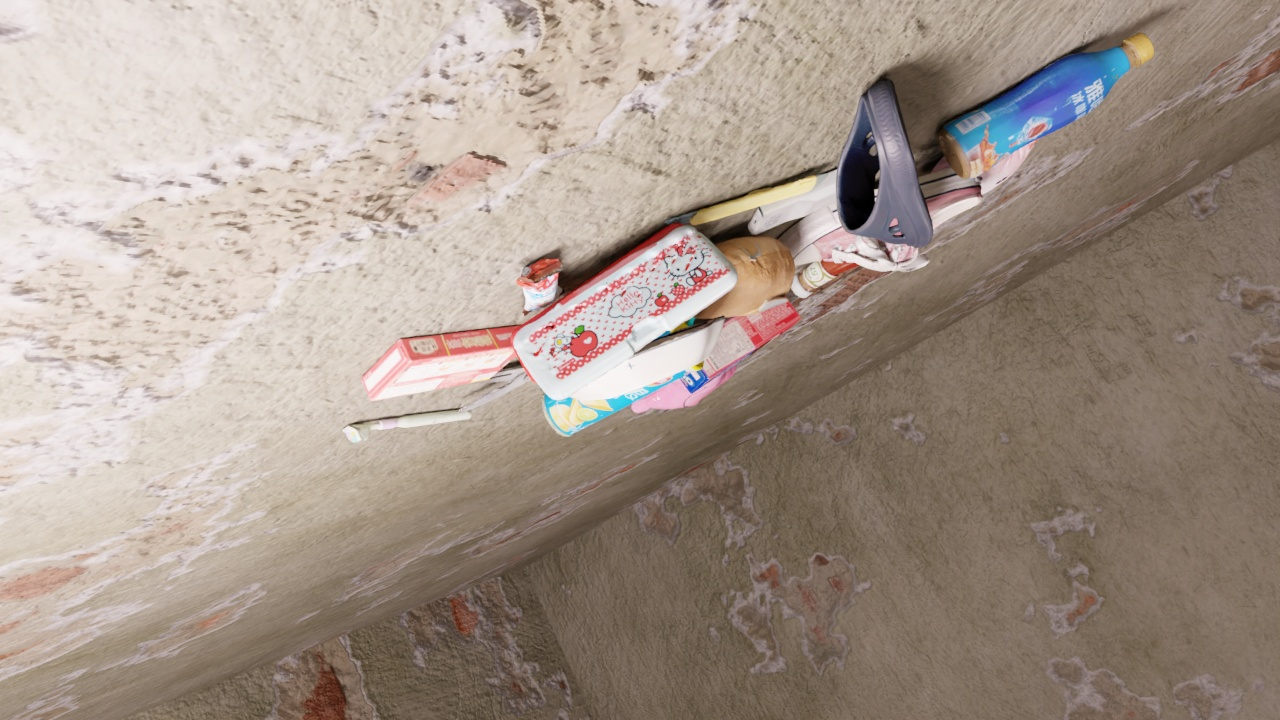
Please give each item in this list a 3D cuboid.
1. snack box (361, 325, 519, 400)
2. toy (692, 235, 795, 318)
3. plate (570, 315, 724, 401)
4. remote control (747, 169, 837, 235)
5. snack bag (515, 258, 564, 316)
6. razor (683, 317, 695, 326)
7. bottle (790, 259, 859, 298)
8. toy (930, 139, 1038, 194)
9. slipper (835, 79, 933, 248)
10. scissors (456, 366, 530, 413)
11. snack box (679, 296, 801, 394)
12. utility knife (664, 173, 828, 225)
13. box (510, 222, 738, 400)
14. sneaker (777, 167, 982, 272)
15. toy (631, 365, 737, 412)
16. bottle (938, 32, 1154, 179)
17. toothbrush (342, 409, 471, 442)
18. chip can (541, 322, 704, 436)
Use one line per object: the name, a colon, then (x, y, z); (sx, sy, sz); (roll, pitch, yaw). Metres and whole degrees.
snack box: (-0.185, 0.001, 0.885); (0.075, 0.025, 0.152); (-37, 164, 35)
toy: (0.071, -0.079, 0.967); (0.225, 0.082, 0.144); (-12, 160, -45)
plate: (-0.006, 0.006, 0.947); (0.161, 0.034, 0.266); (-22, -178, -17)
remote control: (0.171, -0.167, 0.948); (0.124, 0.024, 0.049); (-24, 166, -12)
snack bag: (-0.089, -0.065, 0.816); (0.045, 0.026, 0.105); (-32, 171, -9)
razor: (0.073, -0.052, 1.170); (0.133, 0.028, 0.043); (-49, -161, 49)
bottle: (0.274, -0.145, 1.168); (0.059, 0.059, 0.207); (-13, 162, -48)
toy: (0.408, -0.243, 1.065); (0.121, 0.054, 0.160); (-9, 153, -34)
slipper: (0.221, -0.176, 0.871); (0.083, 0.110, 0.268); (-15, 166, 17)
scissors: (-0.109, 0.008, 1.050); (0.225, 0.015, 0.189); (-32, 157, 13)
snack box: (0.131, -0.029, 1.270); (0.206, 0.058, 0.057); (-31, 172, -36)
utility knife: (0.103, -0.151, 0.884); (0.178, 0.019, 0.031); (-23, 163, -20)
box: (-0.012, -0.034, 0.836); (0.201, 0.100, 0.095); (-34, 151, -9)
sneaker: (0.274, -0.143, 1.051); (0.241, 0.087, 0.118); (-18, 169, 17)
toy: (0.090, 0.019, 1.403); (0.178, 0.074, 0.195); (-17, 163, -39)
bottle: (0.423, -0.270, 0.956); (0.219, 0.065, 0.065); (-30, 167, 9)
toothbrush: (-0.256, 0.071, 1.039); (0.189, 0.029, 0.020); (-8, 116, -60)
chip can: (-0.024, 0.025, 1.175); (0.211, 0.071, 0.071); (-29, 168, 23)
